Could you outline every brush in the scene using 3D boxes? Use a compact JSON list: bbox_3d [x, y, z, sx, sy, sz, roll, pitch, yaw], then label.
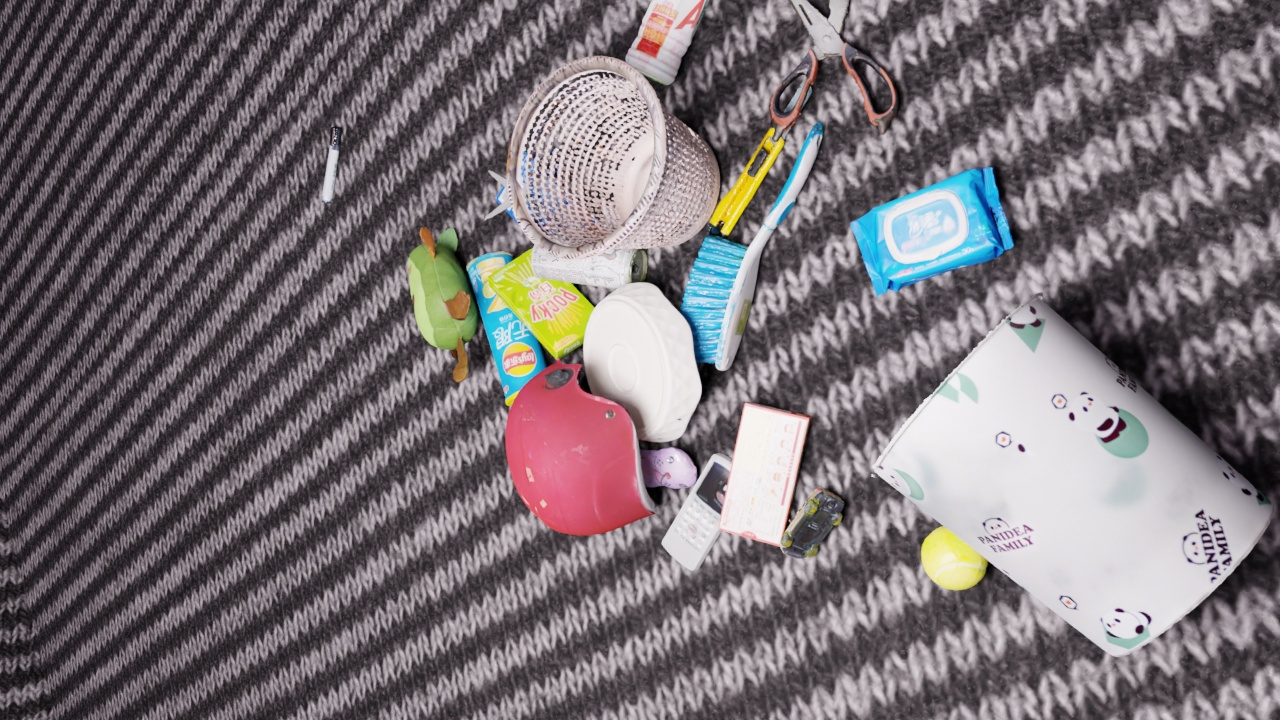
[{"bbox_3d":[0.126,-0.135,1.090,0.109,0.060,0.314,18,98,28],"label":"brush"}]

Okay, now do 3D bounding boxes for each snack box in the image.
[{"bbox_3d":[0.145,0.132,1.075,0.077,0.027,0.156,13,98,15],"label":"snack box"},{"bbox_3d":[-0.133,-0.212,1.283,0.157,0.026,0.085,48,115,25],"label":"snack box"},{"bbox_3d":[-0.127,-0.079,1.241,0.156,0.085,0.026,47,158,21],"label":"snack box"}]

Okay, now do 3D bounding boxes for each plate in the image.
[{"bbox_3d":[-0.007,0.007,1.139,0.205,0.045,0.205,21,116,50],"label":"plate"}]

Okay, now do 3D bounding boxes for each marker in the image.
[{"bbox_3d":[-0.527,-0.333,1.562,0.018,0.022,0.131,15,97,27],"label":"marker"}]

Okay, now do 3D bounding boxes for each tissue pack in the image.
[{"bbox_3d":[0.301,-0.134,0.962,0.157,0.052,0.095,-20,79,33],"label":"tissue pack"}]

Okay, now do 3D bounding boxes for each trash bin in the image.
[{"bbox_3d":[-0.014,-0.221,1.094,0.228,0.191,0.227,-2,86,36],"label":"trash bin"},{"bbox_3d":[0.379,0.104,0.817,0.252,0.229,0.230,43,113,20],"label":"trash bin"}]

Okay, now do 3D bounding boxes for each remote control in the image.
[{"bbox_3d":[0.081,0.188,1.137,0.058,0.021,0.150,38,111,28],"label":"remote control"}]

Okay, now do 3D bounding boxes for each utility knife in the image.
[{"bbox_3d":[0.141,-0.238,1.097,0.033,0.015,0.220,42,113,26],"label":"utility knife"}]

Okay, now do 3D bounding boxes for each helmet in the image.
[{"bbox_3d":[-0.097,0.115,1.140,0.240,0.143,0.207,44,156,45],"label":"helmet"}]

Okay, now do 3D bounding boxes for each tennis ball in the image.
[{"bbox_3d":[0.322,0.202,0.941,0.066,0.065,0.065,0,90,35],"label":"tennis ball"}]

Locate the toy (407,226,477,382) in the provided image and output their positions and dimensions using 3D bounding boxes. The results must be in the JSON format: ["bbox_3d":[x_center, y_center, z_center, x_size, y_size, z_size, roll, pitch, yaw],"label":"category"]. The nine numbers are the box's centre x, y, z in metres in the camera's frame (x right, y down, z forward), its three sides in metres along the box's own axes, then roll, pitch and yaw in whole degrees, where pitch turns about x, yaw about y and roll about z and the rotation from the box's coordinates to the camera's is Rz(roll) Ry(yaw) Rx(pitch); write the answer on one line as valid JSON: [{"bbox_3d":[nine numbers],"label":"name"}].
[{"bbox_3d":[-0.285,-0.090,1.323,0.246,0.090,0.227,-120,24,-47],"label":"toy"}]

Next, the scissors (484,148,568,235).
[{"bbox_3d":[-0.154,-0.230,1.272,0.176,0.012,0.162,-42,68,28],"label":"scissors"}]

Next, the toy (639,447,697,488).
[{"bbox_3d":[0.023,0.133,1.161,0.108,0.038,0.084,0,123,36],"label":"toy"}]

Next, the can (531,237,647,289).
[{"bbox_3d":[-0.068,-0.128,1.202,0.147,0.058,0.058,10,96,22],"label":"can"}]

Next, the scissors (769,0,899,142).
[{"bbox_3d":[0.215,-0.341,1.032,0.189,0.015,0.226,25,93,22],"label":"scissors"}]

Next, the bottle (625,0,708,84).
[{"bbox_3d":[0.050,-0.445,1.133,0.068,0.068,0.197,33,105,30],"label":"bottle"}]

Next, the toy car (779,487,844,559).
[{"bbox_3d":[0.194,0.187,1.046,0.042,0.035,0.090,26,109,-13],"label":"toy car"}]

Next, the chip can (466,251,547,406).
[{"bbox_3d":[-0.183,-0.045,1.292,0.071,0.071,0.210,-27,75,32],"label":"chip can"}]
